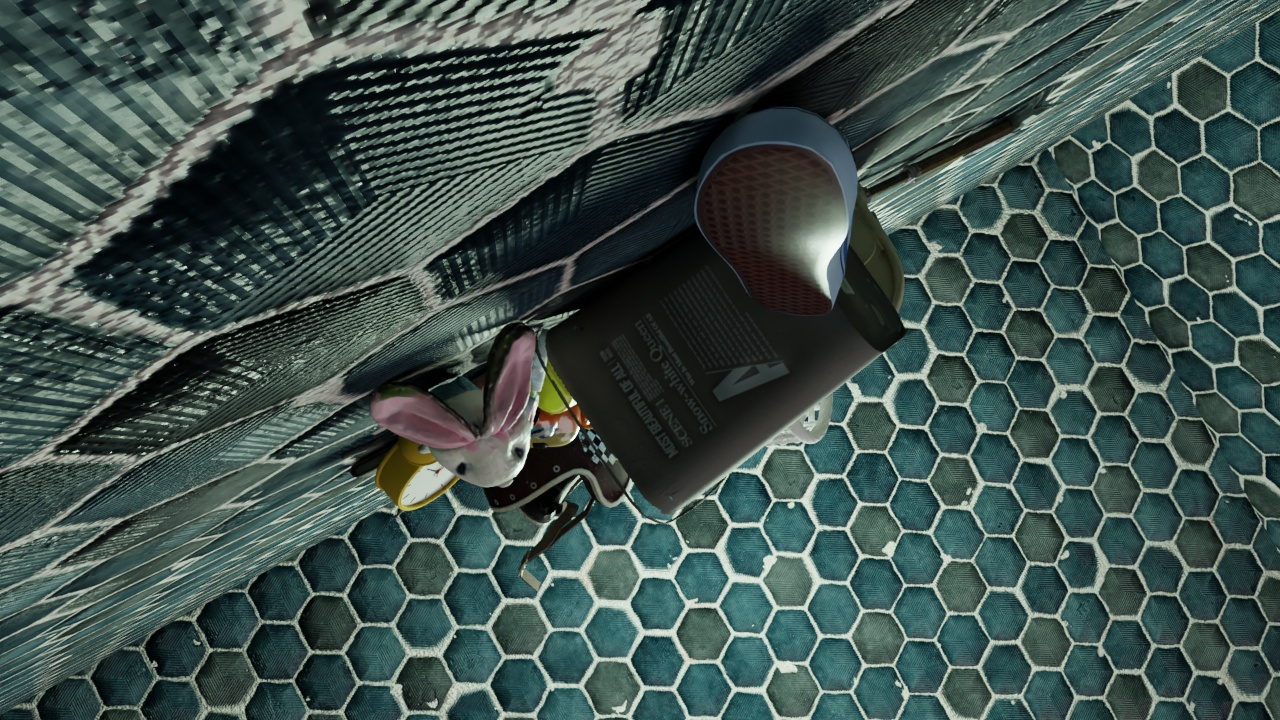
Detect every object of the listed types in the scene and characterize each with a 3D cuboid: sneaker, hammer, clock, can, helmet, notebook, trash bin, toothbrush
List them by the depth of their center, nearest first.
[{"bbox_3d":[0.086,-0.105,0.530,0.083,0.098,0.241,8,169,14],"label":"sneaker"},{"bbox_3d":[0.075,-0.015,0.757,0.221,0.197,0.197,-36,173,26],"label":"trash bin"},{"bbox_3d":[-0.065,0.008,0.944,0.068,0.067,0.104,-31,177,40],"label":"can"},{"bbox_3d":[-0.250,0.077,0.967,0.013,0.013,0.167,-30,175,33],"label":"toothbrush"},{"bbox_3d":[-0.220,0.100,0.975,0.113,0.052,0.152,-26,154,-50],"label":"clock"},{"bbox_3d":[0.350,-0.235,1.086,0.316,0.028,0.147,-27,177,-29],"label":"hammer"},{"bbox_3d":[-0.252,0.095,1.145,0.169,0.029,0.209,-28,179,1],"label":"notebook"},{"bbox_3d":[-0.132,0.174,1.423,0.234,0.253,0.233,-24,-153,45],"label":"helmet"}]

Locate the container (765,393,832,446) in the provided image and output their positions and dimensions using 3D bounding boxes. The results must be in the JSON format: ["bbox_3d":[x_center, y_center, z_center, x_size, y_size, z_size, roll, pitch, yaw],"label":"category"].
[{"bbox_3d":[0.108,0.013,1.084,0.187,0.189,0.188,-10,-173,29],"label":"container"}]

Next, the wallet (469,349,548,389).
[{"bbox_3d":[-0.151,0.025,0.876,0.123,0.019,0.072,-30,-178,28],"label":"wallet"}]

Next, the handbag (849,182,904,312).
[{"bbox_3d":[0.153,-0.051,0.895,0.229,0.184,0.132,-28,173,6],"label":"handbag"}]

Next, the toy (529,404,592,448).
[{"bbox_3d":[-0.113,0.055,1.070,0.112,0.096,0.176,-4,164,23],"label":"toy"}]

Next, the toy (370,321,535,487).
[{"bbox_3d":[-0.140,0.058,0.732,0.130,0.105,0.206,-25,175,-21],"label":"toy"}]

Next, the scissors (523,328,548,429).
[{"bbox_3d":[-0.093,0.020,0.838,0.016,0.108,0.179,13,175,-2],"label":"scissors"}]
